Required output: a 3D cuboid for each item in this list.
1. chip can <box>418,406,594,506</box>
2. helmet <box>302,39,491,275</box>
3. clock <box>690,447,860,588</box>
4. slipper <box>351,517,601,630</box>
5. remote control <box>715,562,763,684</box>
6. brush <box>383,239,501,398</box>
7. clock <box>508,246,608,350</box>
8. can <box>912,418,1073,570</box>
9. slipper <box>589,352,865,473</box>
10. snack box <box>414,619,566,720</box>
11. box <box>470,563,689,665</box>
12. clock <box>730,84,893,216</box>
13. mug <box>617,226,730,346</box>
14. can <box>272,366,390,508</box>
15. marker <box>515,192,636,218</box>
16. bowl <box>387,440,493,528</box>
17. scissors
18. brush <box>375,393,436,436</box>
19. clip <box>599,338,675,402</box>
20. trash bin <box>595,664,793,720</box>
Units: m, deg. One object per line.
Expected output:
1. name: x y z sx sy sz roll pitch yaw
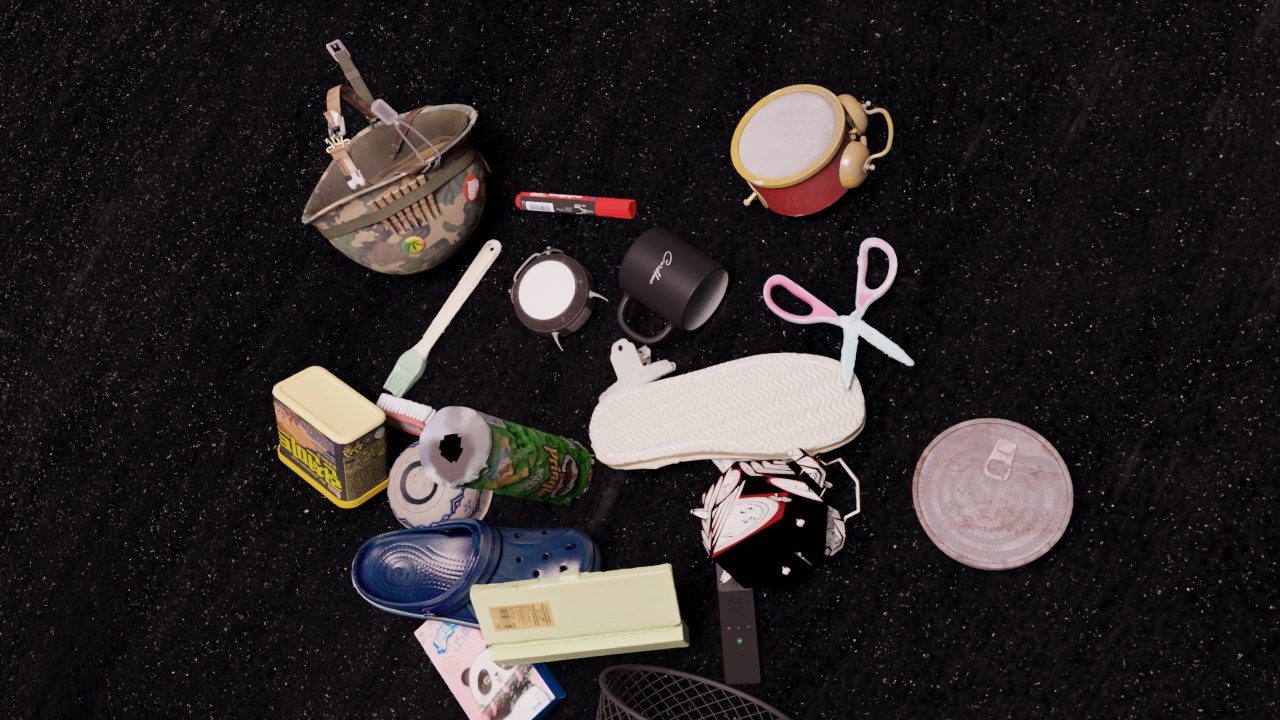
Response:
1. chip can: -0.121 0.095 0.879 0.075 0.223 0.075 -5 77 21
2. helmet: -0.276 -0.215 1.013 0.225 0.236 0.192 -37 33 18
3. clock: 0.132 0.143 0.837 0.154 0.065 0.115 -23 104 -3
4. slipper: -0.167 0.210 0.909 0.253 0.095 0.105 -1 57 5
5. remote control: 0.093 0.231 0.880 0.034 0.013 0.150 -9 73 18
6. brush: -0.229 -0.051 1.073 0.033 0.012 0.217 33 88 24
7. clock: -0.100 -0.076 1.013 0.091 0.043 0.123 -48 66 3
8. can: 0.310 0.119 0.814 0.130 0.044 0.129 -5 74 19
9. slipper: 0.083 0.058 0.907 0.273 0.054 0.114 -7 70 13
10. snack box: -0.155 0.310 0.939 0.088 0.033 0.154 -44 66 3
11. box: -0.053 0.246 0.852 0.188 0.141 0.048 -7 42 5
12. clock: 0.177 -0.209 0.926 0.159 0.081 0.117 -11 61 27
13. mug: 0.024 -0.070 0.949 0.088 0.078 0.113 36 94 24
14. can: -0.342 0.083 1.018 0.131 0.072 0.101 30 133 24
15. marker: -0.076 -0.177 1.042 0.145 0.023 0.021 8 86 22
16. bowl: -0.224 0.136 0.995 0.116 0.059 0.115 -5 74 19
17. scissors: 0.208 -0.056 0.894 0.168 0.014 0.170 -45 58 -11
18. brush: -0.304 0.055 1.061 0.172 0.041 0.030 12 63 24
19. clip: -0.005 0.007 0.961 0.102 0.040 0.054 -28 64 32
20. trash bin: 0.025 0.396 0.780 0.184 0.184 0.210 15 87 23
